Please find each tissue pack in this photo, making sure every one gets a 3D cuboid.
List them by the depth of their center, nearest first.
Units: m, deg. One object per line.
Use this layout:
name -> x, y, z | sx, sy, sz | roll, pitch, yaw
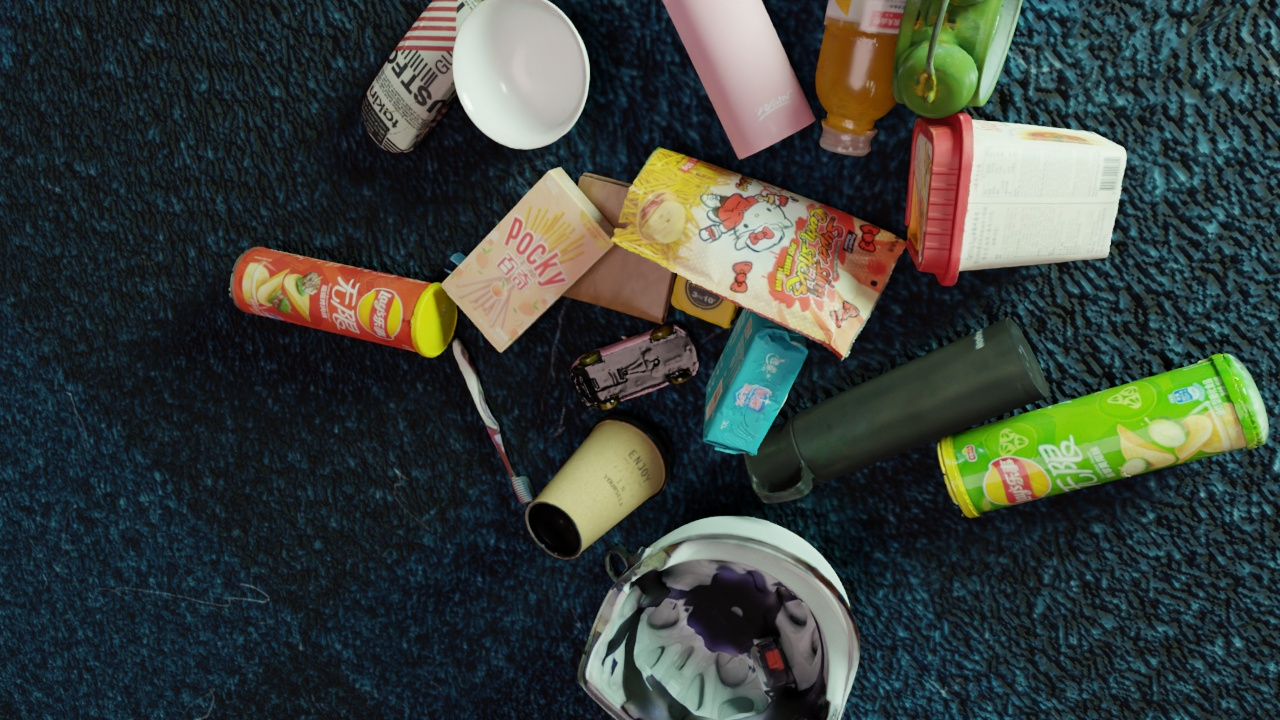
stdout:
tissue pack -> 0.096, 0.007, 0.760 | 0.050, 0.093, 0.134 | 20, 120, -6

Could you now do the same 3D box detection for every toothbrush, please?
toothbrush -> -0.147, 0.063, 0.924 | 0.017, 0.016, 0.187 | -16, 105, 18

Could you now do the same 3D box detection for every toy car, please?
toy car -> -0.005, 0.005, 0.835 | 0.122, 0.037, 0.056 | -20, 107, 14

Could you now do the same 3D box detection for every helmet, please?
helmet -> 0.082, 0.242, 0.839 | 0.229, 0.145, 0.259 | 32, 111, 4

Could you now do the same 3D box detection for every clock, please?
clock -> 0.204, -0.218, 0.589 | 0.056, 0.160, 0.116 | 19, 118, 23

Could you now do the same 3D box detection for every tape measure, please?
tape measure -> 0.059, -0.062, 0.784 | 0.060, 0.028, 0.057 | 22, 119, 13

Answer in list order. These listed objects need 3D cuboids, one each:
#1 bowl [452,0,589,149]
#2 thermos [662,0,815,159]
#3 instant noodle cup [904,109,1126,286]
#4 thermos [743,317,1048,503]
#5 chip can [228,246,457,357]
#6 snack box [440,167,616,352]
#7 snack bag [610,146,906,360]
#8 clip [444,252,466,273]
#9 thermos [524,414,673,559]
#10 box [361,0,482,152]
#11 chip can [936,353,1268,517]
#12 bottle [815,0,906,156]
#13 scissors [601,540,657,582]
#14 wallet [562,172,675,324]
bowl -> -0.085, -0.236, 0.745 | 0.118, 0.064, 0.118 | 8, 114, 19
thermos -> 0.068, -0.258, 0.683 | 0.087, 0.067, 0.198 | -27, 100, -4
instant noodle cup -> 0.258, -0.117, 0.644 | 0.124, 0.116, 0.117 | 2, 113, 8
thermos -> 0.199, 0.054, 0.745 | 0.243, 0.089, 0.068 | -29, 115, 28
chip can -> -0.290, -0.060, 0.895 | 0.217, 0.073, 0.073 | 13, 116, 16
snack box -> -0.099, -0.087, 0.812 | 0.158, 0.026, 0.084 | -41, 91, 26
snack bag -> 0.091, -0.091, 0.715 | 0.208, 0.128, 0.073 | 25, 150, 15
clip -> -0.155, -0.078, 0.864 | 0.058, 0.026, 0.038 | 32, 112, 2
thermos -> -0.038, 0.114, 0.839 | 0.093, 0.142, 0.093 | 17, 124, 26
box -> -0.186, -0.247, 0.790 | 0.165, 0.051, 0.068 | -45, 72, 30
chip can -> 0.347, 0.060, 0.701 | 0.222, 0.072, 0.072 | -21, 103, 27
bottle -> 0.164, -0.242, 0.645 | 0.068, 0.067, 0.190 | 15, 117, 14
scissors -> 0.025, 0.255, 0.941 | 0.165, 0.014, 0.163 | 33, 121, 5
wallet -> -0.016, -0.098, 0.805 | 0.101, 0.020, 0.115 | 16, 114, 13
